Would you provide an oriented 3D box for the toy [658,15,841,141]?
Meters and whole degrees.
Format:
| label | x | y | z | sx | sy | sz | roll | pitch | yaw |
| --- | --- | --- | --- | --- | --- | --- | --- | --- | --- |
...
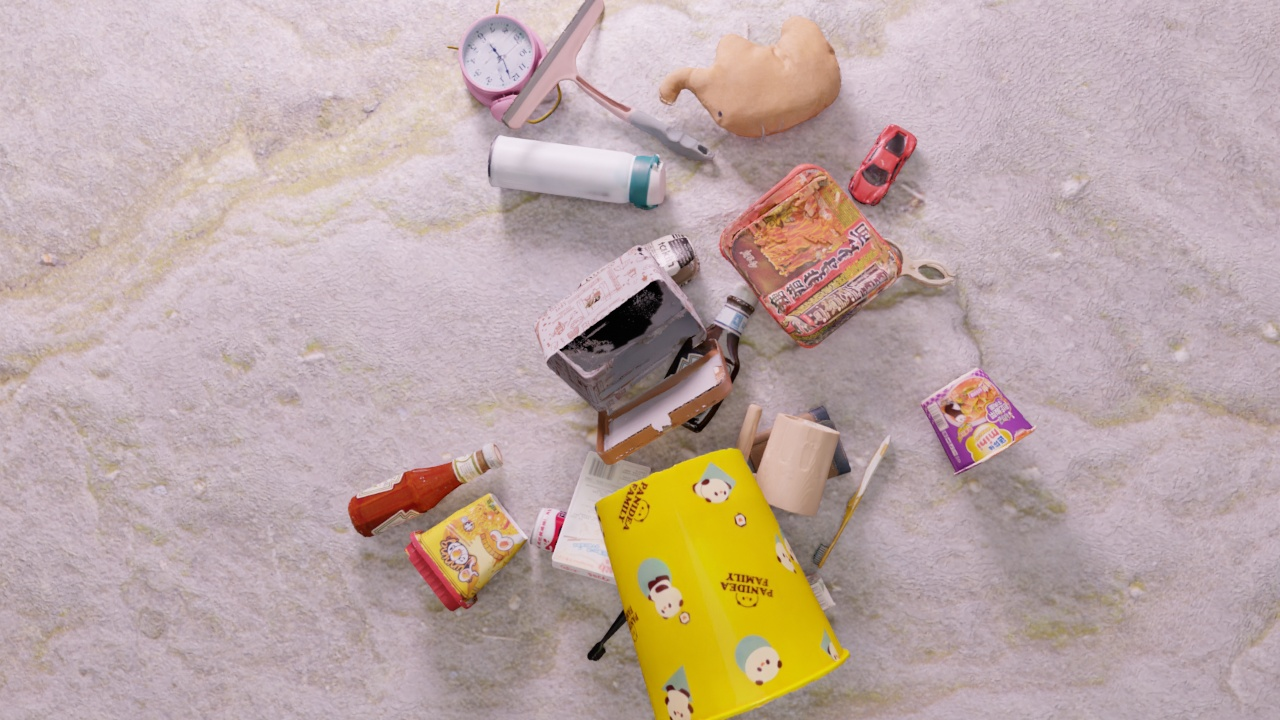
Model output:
| label | x | y | z | sx | sy | sz | roll | pitch | yaw |
| --- | --- | --- | --- | --- | --- | --- | --- | --- | --- |
| toy | 0.139 | -0.344 | 1.149 | 0.226 | 0.082 | 0.143 | -16 | 75 | -1 |

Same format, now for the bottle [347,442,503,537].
| label | x | y | z | sx | sy | sz | roll | pitch | yaw |
| --- | --- | --- | --- | --- | --- | --- | --- | --- | --- |
| bottle | -0.276 | 0.163 | 1.186 | 0.206 | 0.060 | 0.060 | -25 | 86 | 3 |

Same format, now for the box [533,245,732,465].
| label | x | y | z | sx | sy | sz | roll | pitch | yaw |
| --- | --- | --- | --- | --- | --- | --- | --- | --- | --- |
| box | -0.005 | 0.008 | 1.086 | 0.183 | 0.192 | 0.156 | -36 | 131 | 11 |

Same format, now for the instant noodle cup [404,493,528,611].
| label | x | y | z | sx | sy | sz | roll | pitch | yaw |
| --- | --- | --- | --- | --- | --- | --- | --- | --- | --- |
| instant noodle cup | -0.214 | 0.236 | 1.158 | 0.123 | 0.116 | 0.116 | -38 | 85 | -9 |

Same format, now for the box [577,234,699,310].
| label | x | y | z | sx | sy | sz | roll | pitch | yaw |
| --- | --- | --- | --- | --- | --- | --- | --- | --- | --- |
| box | -0.001 | -0.102 | 1.182 | 0.163 | 0.081 | 0.074 | -30 | 55 | 5 |

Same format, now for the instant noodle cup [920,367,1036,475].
| label | x | y | z | sx | sy | sz | roll | pitch | yaw |
| --- | --- | --- | --- | --- | --- | --- | --- | --- | --- |
| instant noodle cup | 0.402 | 0.070 | 1.111 | 0.111 | 0.111 | 0.099 | -31 | 77 | 3 |

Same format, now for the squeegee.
| label | x | y | z | sx | sy | sz | roll | pitch | yaw |
| --- | --- | --- | --- | --- | --- | --- | --- | --- | --- |
| squeegee | -0.015 | -0.322 | 1.182 | 0.249 | 0.040 | 0.247 | 31 | 67 | -5 |

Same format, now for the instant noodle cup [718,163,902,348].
| label | x | y | z | sx | sy | sz | roll | pitch | yaw |
| --- | --- | --- | --- | --- | --- | --- | --- | --- | --- |
| instant noodle cup | 0.206 | -0.129 | 1.142 | 0.164 | 0.079 | 0.189 | -38 | 87 | 2 |

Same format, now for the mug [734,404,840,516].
| label | x | y | z | sx | sy | sz | roll | pitch | yaw |
| --- | --- | --- | --- | --- | --- | --- | --- | --- | --- |
| mug | 0.171 | 0.119 | 1.116 | 0.125 | 0.084 | 0.103 | 20 | 95 | 33 |

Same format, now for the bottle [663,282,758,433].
| label | x | y | z | sx | sy | sz | roll | pitch | yaw |
| --- | --- | --- | --- | --- | --- | --- | --- | --- | --- |
| bottle | 0.092 | -0.007 | 1.166 | 0.080 | 0.044 | 0.195 | 29 | 90 | 15 |

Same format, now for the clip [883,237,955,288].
| label | x | y | z | sx | sy | sz | roll | pitch | yaw |
| --- | --- | --- | --- | --- | --- | --- | --- | --- | --- |
| clip | 0.346 | -0.117 | 1.155 | 0.097 | 0.034 | 0.061 | 18 | 91 | 14 |

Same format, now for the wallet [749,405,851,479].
| label | x | y | z | sx | sy | sz | roll | pitch | yaw |
| --- | --- | --- | --- | --- | --- | --- | --- | --- | --- |
| wallet | 0.197 | 0.118 | 1.161 | 0.115 | 0.033 | 0.090 | -22 | 88 | 7 |

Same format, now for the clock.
| label | x | y | z | sx | sy | sz | roll | pitch | yaw |
| --- | --- | --- | --- | --- | --- | --- | --- | --- | --- |
| clock | -0.168 | -0.376 | 1.192 | 0.117 | 0.060 | 0.158 | -41 | 88 | 3 |

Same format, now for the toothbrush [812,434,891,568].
| label | x | y | z | sx | sy | sz | roll | pitch | yaw |
| --- | --- | --- | --- | --- | --- | --- | --- | --- | --- |
| toothbrush | 0.268 | 0.177 | 1.161 | 0.018 | 0.016 | 0.191 | 28 | 92 | 14 |

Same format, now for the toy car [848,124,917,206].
| label | x | y | z | sx | sy | sz | roll | pitch | yaw |
| --- | --- | --- | --- | --- | --- | --- | --- | --- | --- |
| toy car | 0.306 | -0.247 | 1.162 | 0.049 | 0.031 | 0.106 | 34 | 93 | 6 |

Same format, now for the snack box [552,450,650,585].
| label | x | y | z | sx | sy | sz | roll | pitch | yaw |
| --- | --- | --- | --- | --- | --- | --- | --- | --- | --- |
| snack box | -0.047 | 0.194 | 1.143 | 0.085 | 0.027 | 0.156 | 15 | 58 | 4 |

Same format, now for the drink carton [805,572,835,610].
| label | x | y | z | sx | sy | sz | roll | pitch | yaw |
| --- | --- | --- | --- | --- | --- | --- | --- | --- | --- |
| drink carton | 0.177 | 0.310 | 1.145 | 0.122 | 0.053 | 0.045 | -26 | 82 | 4 |

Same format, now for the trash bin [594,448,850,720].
| label | x | y | z | sx | sy | sz | roll | pitch | yaw |
| --- | --- | --- | --- | --- | --- | --- | --- | --- | --- |
| trash bin | 0.077 | 0.250 | 1.034 | 0.230 | 0.229 | 0.255 | -23 | 76 | 4 |

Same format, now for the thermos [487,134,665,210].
| label | x | y | z | sx | sy | sz | roll | pitch | yaw |
| --- | --- | --- | --- | --- | --- | --- | --- | --- | --- |
| thermos | -0.079 | -0.239 | 1.178 | 0.224 | 0.073 | 0.073 | 9 | 89 | 5 |

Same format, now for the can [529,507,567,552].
| label | x | y | z | sx | sy | sz | roll | pitch | yaw |
| --- | --- | --- | --- | --- | --- | --- | --- | --- | --- |
| can | -0.071 | 0.228 | 1.168 | 0.133 | 0.053 | 0.053 | 15 | 90 | 5 |

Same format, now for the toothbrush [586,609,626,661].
| label | x | y | z | sx | sy | sz | roll | pitch | yaw |
| --- | --- | --- | --- | --- | --- | --- | --- | --- | --- |
| toothbrush | 0.001 | 0.302 | 1.175 | 0.212 | 0.027 | 0.026 | -52 | 41 | 3 |
